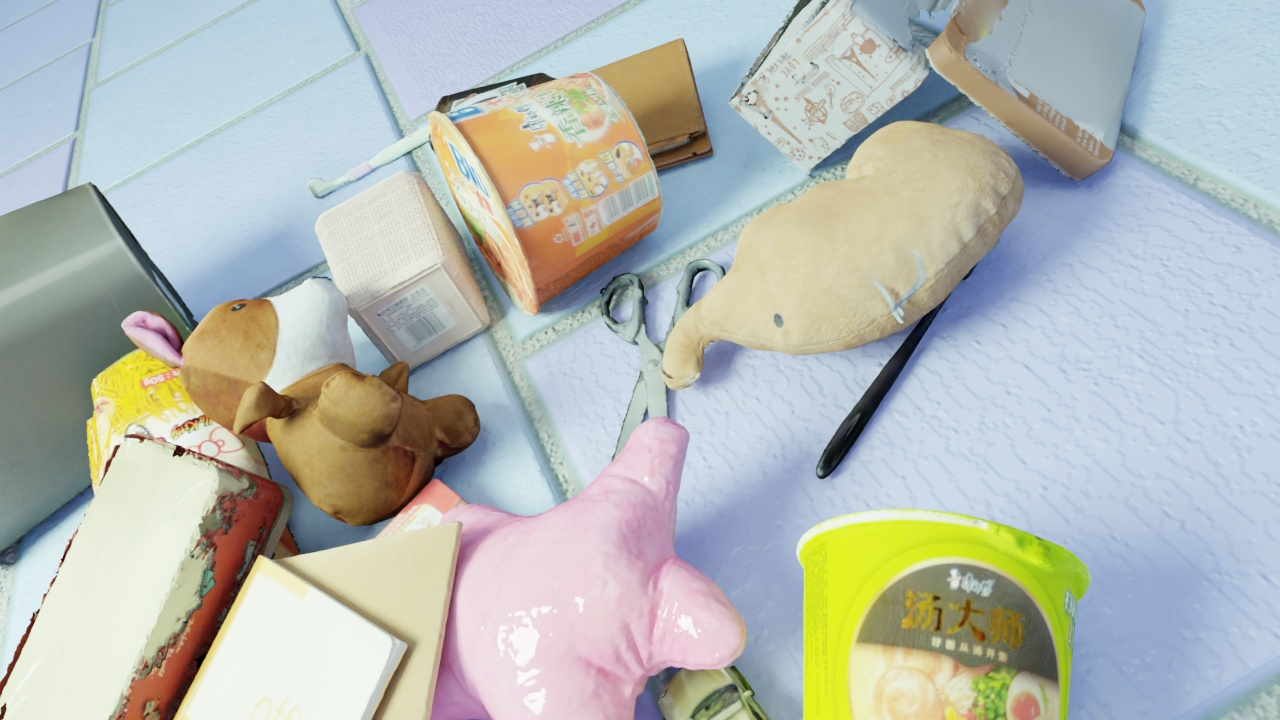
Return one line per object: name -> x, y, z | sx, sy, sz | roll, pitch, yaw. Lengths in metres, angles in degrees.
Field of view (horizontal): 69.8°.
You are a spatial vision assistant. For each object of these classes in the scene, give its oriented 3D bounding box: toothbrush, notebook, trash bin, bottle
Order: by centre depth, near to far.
notebook -> -0.151, 0.185, 0.420 | 0.150, 0.012, 0.211 | -17, 54, 33
notebook -> -0.195, 0.206, 0.428 | 0.146, 0.010, 0.206 | 10, 70, 44
toothbrush -> 0.143, -0.004, 0.511 | 0.018, 0.016, 0.180 | 15, 57, 43
trash bin -> -0.458, -0.002, 0.687 | 0.219, 0.199, 0.199 | -34, 45, -18
bottle -> -0.089, -0.219, 0.804 | 0.195, 0.044, 0.079 | -8, 55, 18
toothbrush -> -0.231, -0.207, 0.880 | 0.189, 0.029, 0.020 | -29, 85, -3

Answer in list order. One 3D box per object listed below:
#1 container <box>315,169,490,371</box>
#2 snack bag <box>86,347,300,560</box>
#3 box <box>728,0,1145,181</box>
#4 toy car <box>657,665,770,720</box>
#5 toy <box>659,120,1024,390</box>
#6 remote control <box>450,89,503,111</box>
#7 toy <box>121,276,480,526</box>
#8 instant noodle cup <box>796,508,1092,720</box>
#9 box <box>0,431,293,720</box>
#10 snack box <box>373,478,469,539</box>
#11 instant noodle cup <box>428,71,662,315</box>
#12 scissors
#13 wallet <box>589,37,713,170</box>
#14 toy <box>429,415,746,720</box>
container -> -0.170, -0.063, 0.666 | 0.090, 0.090, 0.111 | -29, 46, -2
snack bag -> -0.299, 0.090, 0.594 | 0.128, 0.073, 0.207 | -29, 58, -3
box -> 0.198, -0.205, 0.631 | 0.180, 0.205, 0.158 | -62, 10, -30
toy car -> 0.041, 0.164, 0.390 | 0.042, 0.035, 0.090 | -34, 41, -10
toy -> 0.107, -0.055, 0.519 | 0.226, 0.082, 0.143 | -36, 25, -4
remote control -> -0.122, -0.158, 0.750 | 0.058, 0.021, 0.150 | -24, 61, 7
toy -> -0.208, 0.013, 0.570 | 0.200, 0.140, 0.130 | 21, 86, 27
instant noodle cup -> 0.108, 0.134, 0.340 | 0.112, 0.112, 0.123 | -2, 57, 24
box -> -0.272, 0.130, 0.498 | 0.091, 0.077, 0.168 | 15, 77, 22
snack box -> -0.142, 0.141, 0.505 | 0.075, 0.025, 0.152 | 26, 65, 41
instant noodle cup -> -0.061, -0.121, 0.633 | 0.111, 0.151, 0.151 | -29, 43, -13
scissors -> 0.011, -0.002, 0.575 | 0.165, 0.014, 0.163 | -39, 45, -10
wallet -> -0.015, -0.191, 0.731 | 0.132, 0.031, 0.107 | -17, 68, 12
toy -> -0.043, 0.129, 0.425 | 0.195, 0.074, 0.178 | -26, 51, 19
